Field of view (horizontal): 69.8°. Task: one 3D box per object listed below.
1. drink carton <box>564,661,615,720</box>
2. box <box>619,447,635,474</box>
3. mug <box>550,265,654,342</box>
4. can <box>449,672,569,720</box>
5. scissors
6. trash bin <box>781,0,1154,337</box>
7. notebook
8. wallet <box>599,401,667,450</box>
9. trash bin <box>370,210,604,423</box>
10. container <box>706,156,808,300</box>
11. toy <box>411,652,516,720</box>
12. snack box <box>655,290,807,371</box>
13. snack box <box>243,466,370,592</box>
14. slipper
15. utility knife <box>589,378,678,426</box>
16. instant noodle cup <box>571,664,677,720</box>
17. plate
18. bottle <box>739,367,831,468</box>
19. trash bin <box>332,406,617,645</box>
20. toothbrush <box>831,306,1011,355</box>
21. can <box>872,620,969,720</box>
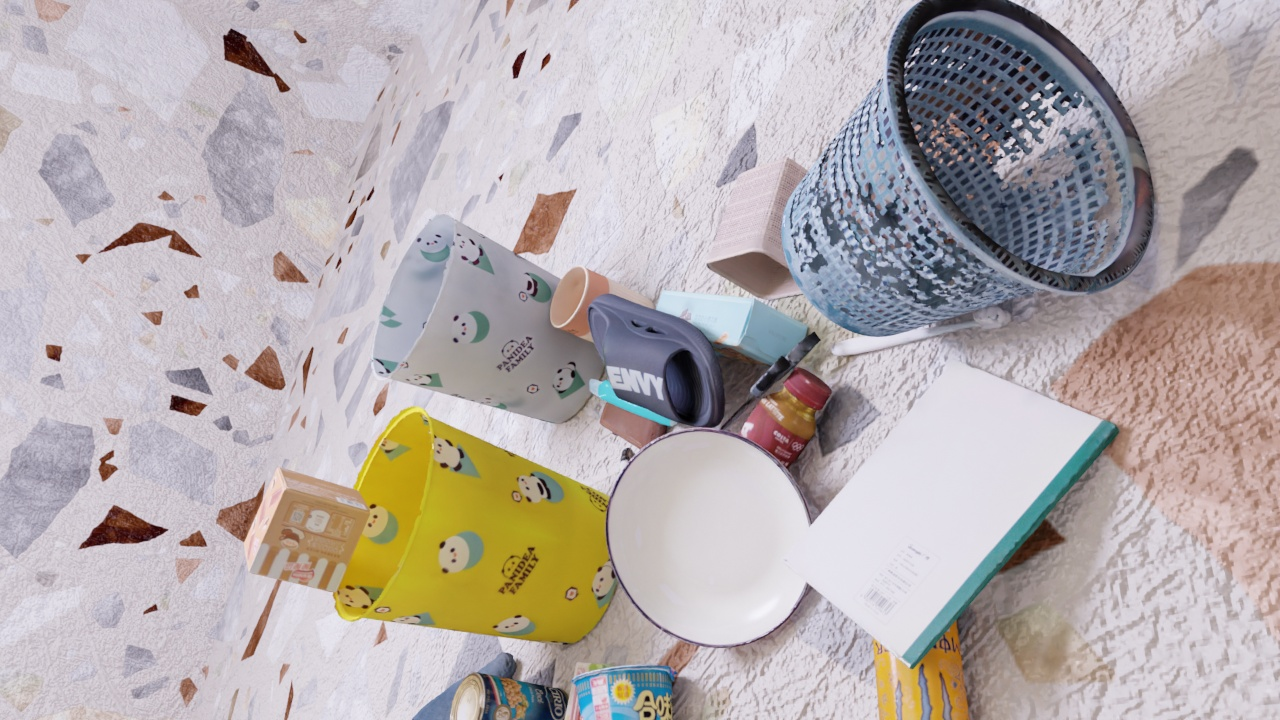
[{"bbox_3d":[-0.050,0.366,0.916,0.054,0.045,0.122,-19,54,54],"label":"drink carton"},{"bbox_3d":[0.028,0.157,0.934,0.086,0.076,0.163,-16,46,4],"label":"box"},{"bbox_3d":[-0.050,-0.070,1.152,0.082,0.105,0.114,-53,33,23],"label":"mug"},{"bbox_3d":[-0.140,0.382,0.984,0.076,0.111,0.075,-37,41,41],"label":"can"},{"bbox_3d":[0.106,0.033,0.863,0.165,0.014,0.162,-43,-9,8],"label":"scissors"},{"bbox_3d":[0.217,-0.118,0.682,0.196,0.226,0.226,141,142,-59],"label":"trash bin"},{"bbox_3d":[0.210,0.098,0.650,0.209,0.012,0.150,-47,30,-5],"label":"notebook"},{"bbox_3d":[0.001,0.047,1.069,0.125,0.032,0.101,25,95,60],"label":"wallet"},{"bbox_3d":[-0.190,-0.040,1.210,0.230,0.251,0.229,-38,40,41],"label":"trash bin"},{"bbox_3d":[0.134,-0.133,0.920,0.090,0.090,0.110,-7,62,56],"label":"container"},{"bbox_3d":[-0.252,0.516,1.109,0.138,0.091,0.356,10,79,31],"label":"toy"},{"bbox_3d":[0.085,-0.033,0.942,0.175,0.074,0.051,12,82,60],"label":"snack box"},{"bbox_3d":[-0.352,0.178,0.967,0.077,0.092,0.094,24,91,60],"label":"snack box"},{"bbox_3d":[-0.006,0.006,0.954,0.268,0.083,0.111,32,140,56],"label":"slipper"},{"bbox_3d":[-0.007,0.044,1.034,0.175,0.013,0.029,18,91,49],"label":"utility knife"},{"bbox_3d":[-0.010,0.341,0.831,0.099,0.099,0.109,-36,49,42],"label":"instant noodle cup"},{"bbox_3d":[0.063,0.153,0.809,0.193,0.039,0.192,1,93,24],"label":"plate"},{"bbox_3d":[0.109,0.087,0.839,0.175,0.057,0.057,-58,31,16],"label":"bottle"},{"bbox_3d":[-0.173,0.198,1.016,0.230,0.255,0.229,-38,41,41],"label":"trash bin"},{"bbox_3d":[0.226,-0.023,0.768,0.180,0.016,0.016,-14,54,55],"label":"toothbrush"},{"bbox_3d":[0.189,0.229,0.615,0.058,0.058,0.145,-33,44,44],"label":"can"}]
